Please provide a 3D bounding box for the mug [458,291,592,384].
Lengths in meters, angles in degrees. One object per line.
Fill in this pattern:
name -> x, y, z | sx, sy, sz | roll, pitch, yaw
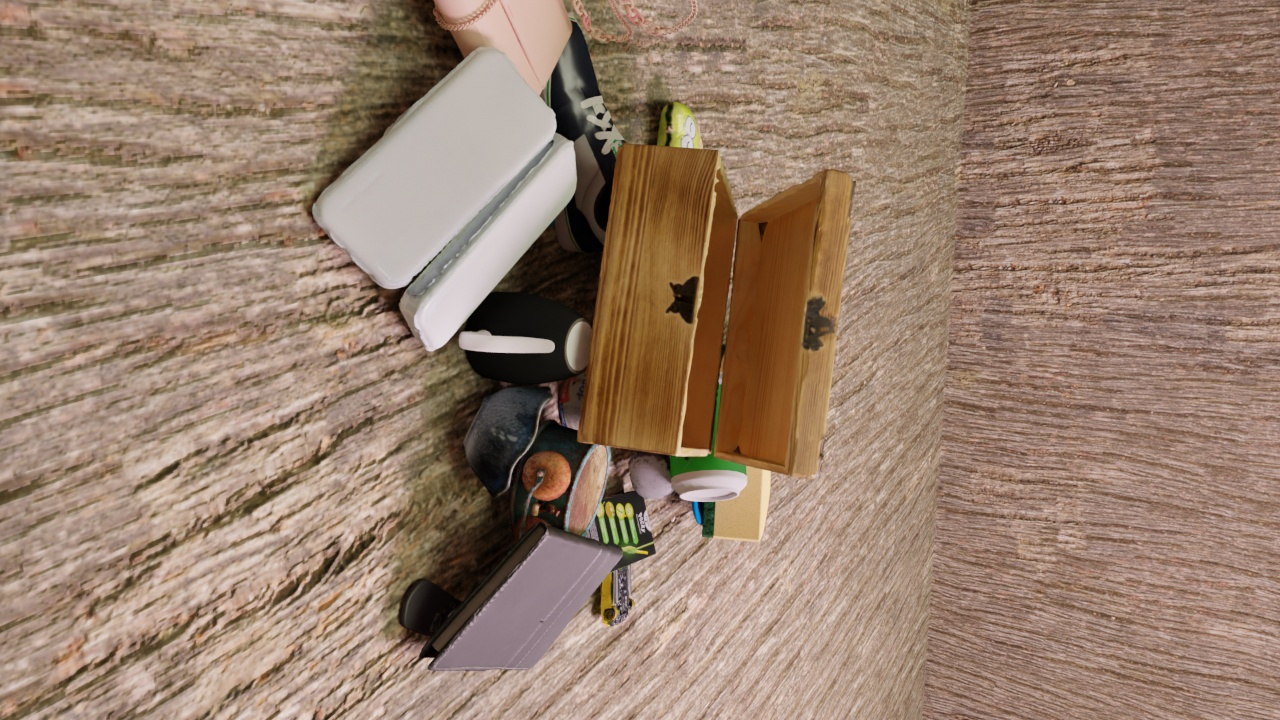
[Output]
mug -> -0.105, -0.017, 0.829 | 0.118, 0.100, 0.085 | -7, 103, -60

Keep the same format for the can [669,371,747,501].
can -> 0.077, 0.088, 1.068 | 0.087, 0.088, 0.139 | 34, 50, -58

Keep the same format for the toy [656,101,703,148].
toy -> 0.050, -0.259, 1.107 | 0.115, 0.046, 0.092 | 19, 75, -69

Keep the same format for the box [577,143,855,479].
box -> 0.085, -0.035, 0.913 | 0.258, 0.221, 0.279 | 30, 66, -79

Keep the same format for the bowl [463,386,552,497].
bowl -> -0.127, 0.065, 0.839 | 0.110, 0.055, 0.110 | -62, -173, 12

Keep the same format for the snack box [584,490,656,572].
snack box -> -0.036, 0.199, 1.054 | 0.147, 0.025, 0.080 | -2, 77, -61

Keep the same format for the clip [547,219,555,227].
clip -> -0.130, -0.134, 0.837 | 0.120, 0.033, 0.119 | -60, 141, -34

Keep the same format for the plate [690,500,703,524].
plate -> 0.079, 0.106, 1.231 | 0.224, 0.024, 0.224 | 4, 89, -78

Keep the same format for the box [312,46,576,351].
box -> -0.138, -0.124, 0.741 | 0.210, 0.084, 0.186 | -50, 144, -20

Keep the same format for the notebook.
notebook -> -0.106, 0.233, 0.881 | 0.169, 0.029, 0.209 | -49, 152, -1

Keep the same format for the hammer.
hammer -> -0.006, 0.006, 1.064 | 0.097, 0.052, 0.329 | -63, 143, -60

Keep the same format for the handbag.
handbag -> -0.072, -0.299, 0.729 | 0.199, 0.187, 0.116 | 62, 37, -53

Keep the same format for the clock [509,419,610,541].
clock -> -0.090, 0.127, 0.906 | 0.157, 0.073, 0.121 | -38, 140, -68

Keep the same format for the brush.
brush -> 0.137, 0.107, 1.259 | 0.194, 0.075, 0.250 | -47, 138, -72

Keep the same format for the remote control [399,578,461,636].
remote control -> -0.181, 0.238, 0.849 | 0.124, 0.009, 0.046 | 52, 52, -52

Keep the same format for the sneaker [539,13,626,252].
sneaker -> -0.047, -0.221, 0.905 | 0.084, 0.079, 0.235 | -39, 129, -50

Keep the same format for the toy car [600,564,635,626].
toy car -> -0.030, 0.266, 1.104 | 0.049, 0.030, 0.107 | 2, 90, -60

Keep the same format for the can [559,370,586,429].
can -> -0.048, 0.044, 1.005 | 0.086, 0.043, 0.086 | -16, 109, -58
